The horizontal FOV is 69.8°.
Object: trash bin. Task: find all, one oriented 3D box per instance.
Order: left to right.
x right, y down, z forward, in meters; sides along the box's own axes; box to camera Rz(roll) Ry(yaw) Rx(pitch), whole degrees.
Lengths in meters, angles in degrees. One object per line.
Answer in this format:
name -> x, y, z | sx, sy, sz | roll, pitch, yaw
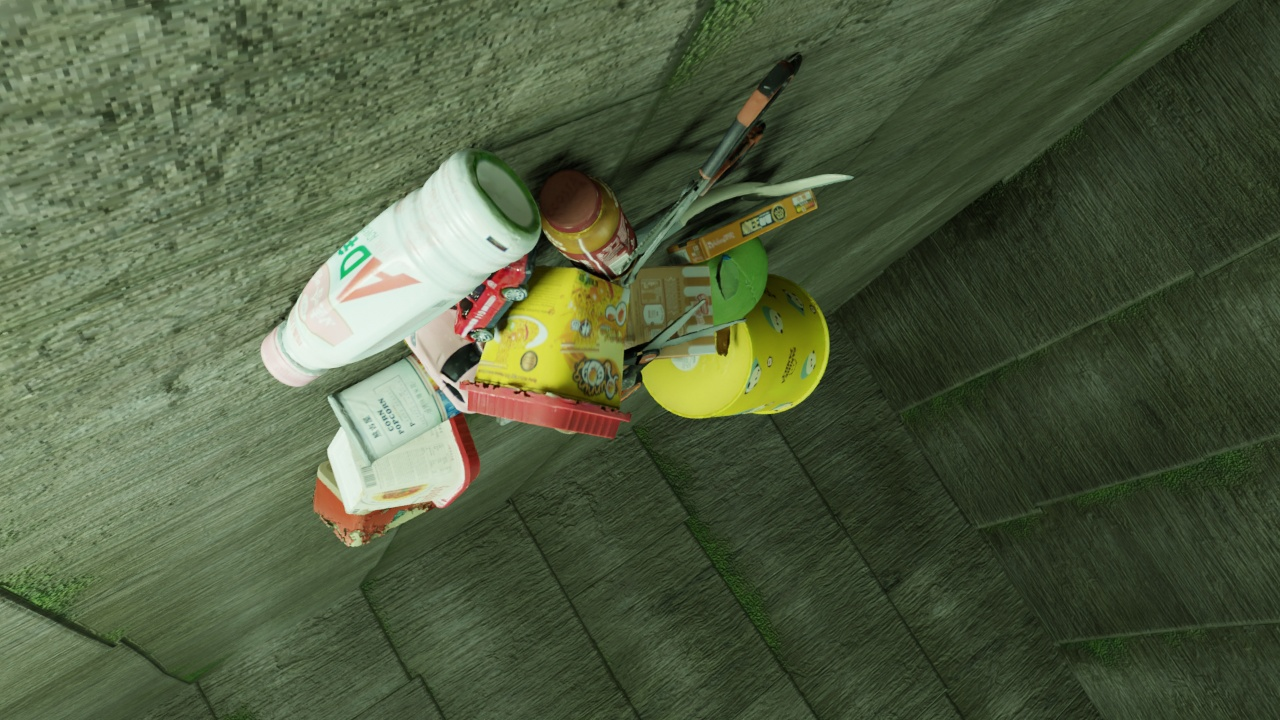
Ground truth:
trash bin -> 0.134, -0.017, 1.382 | 0.230, 0.229, 0.254 | -36, 167, 27

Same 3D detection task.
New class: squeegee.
squeegee -> 0.042, -0.134, 0.889 | 0.246, 0.039, 0.246 | -25, -170, -8

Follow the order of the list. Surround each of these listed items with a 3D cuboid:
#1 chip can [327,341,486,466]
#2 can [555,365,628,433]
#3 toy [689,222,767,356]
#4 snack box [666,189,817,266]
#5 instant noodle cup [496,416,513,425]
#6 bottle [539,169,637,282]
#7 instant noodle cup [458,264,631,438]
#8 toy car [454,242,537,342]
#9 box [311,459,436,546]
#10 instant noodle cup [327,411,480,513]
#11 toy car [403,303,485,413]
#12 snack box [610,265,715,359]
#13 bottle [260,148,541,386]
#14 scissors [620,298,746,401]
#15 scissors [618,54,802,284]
chip can -> -0.168, 0.011, 0.832 | 0.214, 0.071, 0.071 | -30, 173, -20
can -> -0.057, 0.034, 1.023 | 0.058, 0.058, 0.117 | -25, 169, -47
toy -> 0.104, -0.101, 1.119 | 0.227, 0.090, 0.246 | -60, 163, -5
snack box -> 0.108, -0.142, 0.976 | 0.153, 0.026, 0.075 | -27, -169, -24
instant noodle cup -> -0.117, 0.007, 1.063 | 0.137, 0.060, 0.174 | -30, 171, -16
bottle -> -0.038, -0.100, 0.689 | 0.057, 0.057, 0.175 | -33, 173, 2
instant noodle cup -> -0.068, -0.008, 0.740 | 0.116, 0.123, 0.116 | 8, 175, 37
toy car -> -0.113, -0.058, 0.679 | 0.045, 0.052, 0.121 | 17, 146, -20
box -> -0.286, 0.146, 1.064 | 0.167, 0.091, 0.080 | -25, 144, -47
instant noodle cup -> -0.252, 0.101, 0.965 | 0.124, 0.116, 0.117 | -11, 162, -36
toy car -> -0.150, 0.000, 0.759 | 0.056, 0.037, 0.122 | -43, 141, -15
snack box -> 0.018, -0.048, 0.961 | 0.094, 0.092, 0.077 | -4, 179, -25
bottle -> -0.151, -0.046, 0.549 | 0.197, 0.068, 0.068 | -32, 174, 23
scissors -> -0.013, 0.005, 0.874 | 0.233, 0.021, 0.221 | -13, 160, -20
scissors -> 0.056, -0.149, 0.730 | 0.226, 0.015, 0.190 | -49, 177, -39
